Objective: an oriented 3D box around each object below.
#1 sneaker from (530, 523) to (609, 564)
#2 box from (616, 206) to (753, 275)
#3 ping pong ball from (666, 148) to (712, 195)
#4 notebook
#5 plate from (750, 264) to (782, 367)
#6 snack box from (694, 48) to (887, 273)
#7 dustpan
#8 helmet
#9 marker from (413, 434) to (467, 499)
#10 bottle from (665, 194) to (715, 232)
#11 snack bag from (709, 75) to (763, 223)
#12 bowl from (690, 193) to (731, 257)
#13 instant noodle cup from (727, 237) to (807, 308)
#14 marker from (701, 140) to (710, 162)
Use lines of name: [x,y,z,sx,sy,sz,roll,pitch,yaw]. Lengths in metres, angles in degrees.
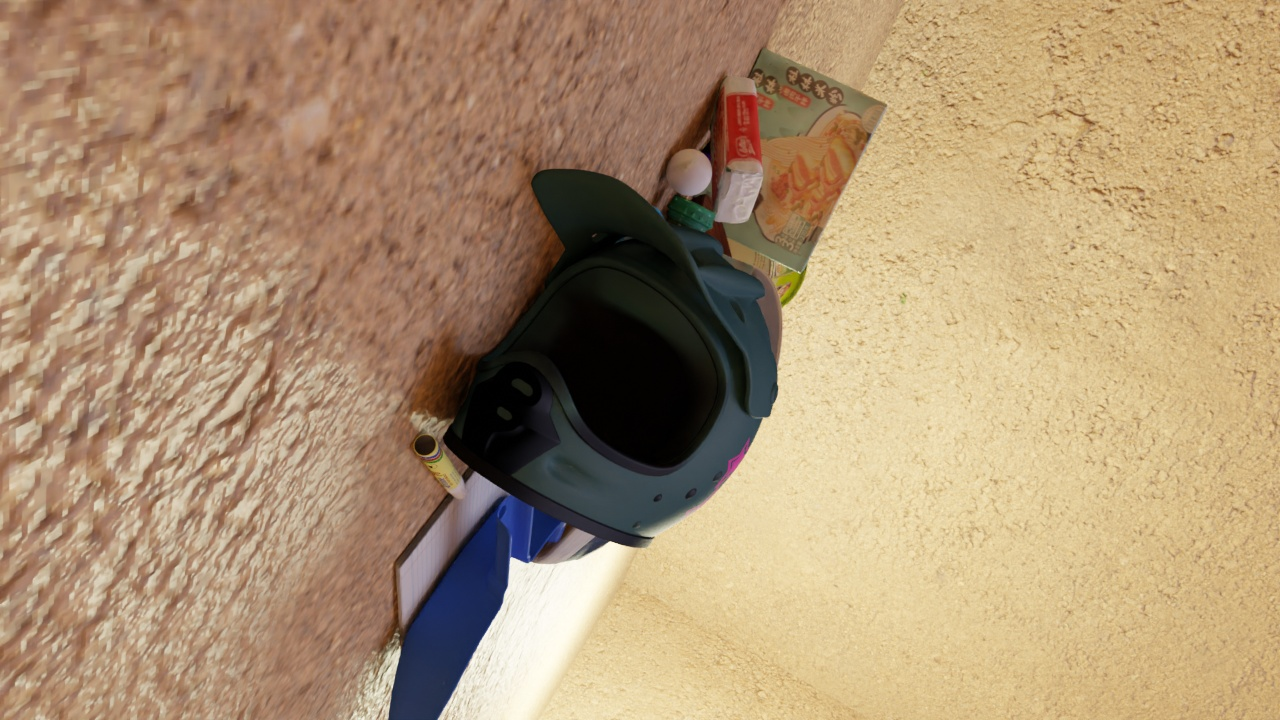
sneaker: [-0.021,0.129,0.925,0.236,0.087,0.079,-39,144,20]
box: [-0.004,0.005,0.761,0.243,0.115,0.094,-66,169,1]
ping pong ball: [0.043,-0.165,0.803,0.040,0.040,0.040,-60,171,-16]
notebook: [-0.129,0.119,0.773,0.244,0.013,0.178,-55,168,-39]
plate: [0.060,0.027,0.802,0.230,0.030,0.228,-46,-149,39]
snack box: [0.153,-0.211,0.980,0.194,0.141,0.044,-65,171,18]
dustpan: [-0.126,0.179,0.743,0.244,0.059,0.258,-55,165,-39]
helmet: [-0.008,-0.001,0.599,0.200,0.176,0.274,-57,158,-2]
marker: [-0.130,0.073,0.606,0.014,0.014,0.132,-60,171,-18]
bottle: [0.005,-0.050,0.850,0.210,0.068,0.068,-64,171,12]
snack bag: [0.087,-0.192,0.844,0.077,0.036,0.115,103,-11,-61]
bowl: [0.051,-0.090,0.939,0.147,0.069,0.147,-11,90,-75]
instant noodle cup: [0.118,-0.120,1.090,0.097,0.146,0.146,-19,137,-62]
marker: [0.071,-0.207,0.918,0.015,0.018,0.133,-12,-148,41]
